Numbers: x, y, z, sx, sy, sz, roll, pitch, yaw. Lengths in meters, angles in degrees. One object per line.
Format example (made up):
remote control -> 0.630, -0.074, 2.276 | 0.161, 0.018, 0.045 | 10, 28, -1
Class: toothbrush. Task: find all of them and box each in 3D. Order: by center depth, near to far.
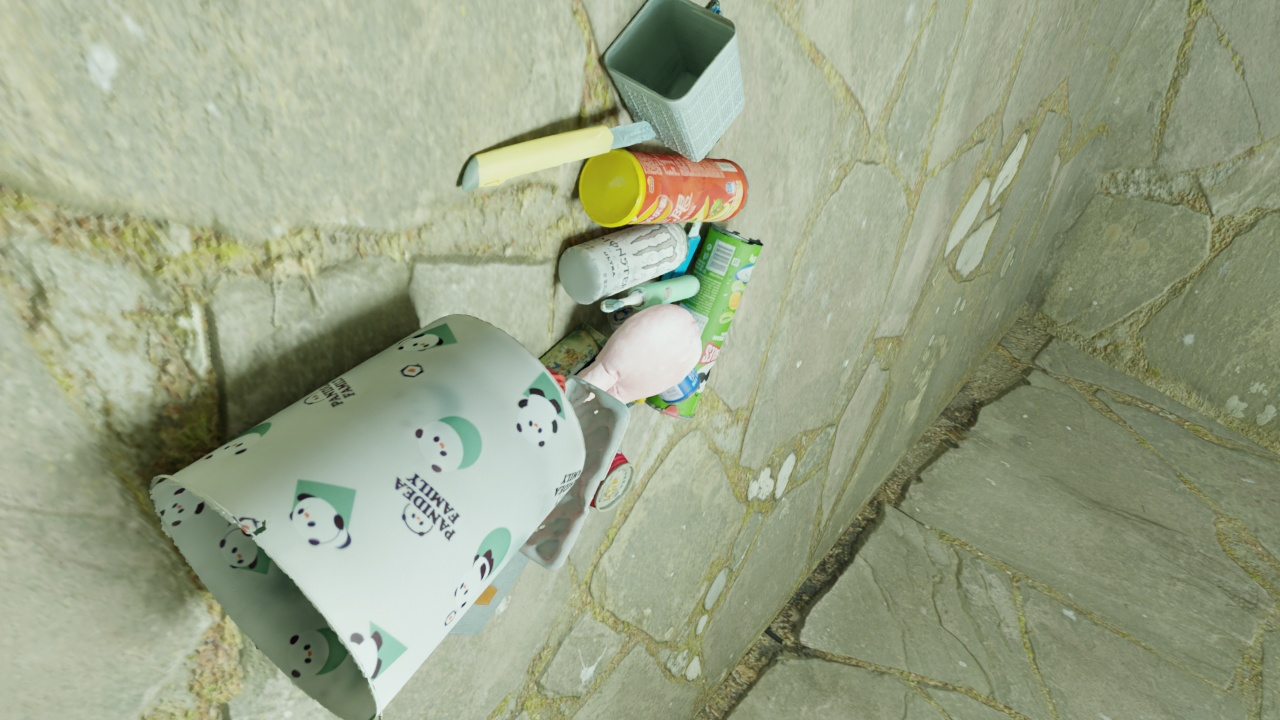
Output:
toothbrush -> 0.012, -0.070, 0.978 | 0.224, 0.027, 0.026 | -21, 106, -63

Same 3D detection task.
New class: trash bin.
trash bin -> -0.190, 0.104, 0.708 | 0.251, 0.230, 0.230 | -43, 152, -37

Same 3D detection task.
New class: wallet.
wallet -> -0.189, 0.276, 1.113 | 0.129, 0.037, 0.106 | -55, 155, -1

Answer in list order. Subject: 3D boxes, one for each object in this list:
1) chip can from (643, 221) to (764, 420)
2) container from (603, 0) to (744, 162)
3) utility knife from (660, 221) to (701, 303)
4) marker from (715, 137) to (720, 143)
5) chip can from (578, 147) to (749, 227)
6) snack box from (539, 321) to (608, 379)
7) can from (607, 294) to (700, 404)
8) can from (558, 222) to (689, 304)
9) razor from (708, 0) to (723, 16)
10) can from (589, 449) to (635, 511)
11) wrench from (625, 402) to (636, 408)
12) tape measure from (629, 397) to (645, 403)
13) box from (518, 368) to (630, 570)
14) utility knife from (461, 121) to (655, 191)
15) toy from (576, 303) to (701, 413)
chip can -> 0.075, -0.046, 1.120 | 0.072, 0.072, 0.236 | -4, 119, -59
container -> 0.037, -0.248, 0.822 | 0.090, 0.090, 0.111 | -52, 157, -6
utility knife -> 0.050, -0.124, 1.070 | 0.034, 0.018, 0.235 | -5, 126, -60
marker -> 0.055, -0.241, 0.944 | 0.018, 0.015, 0.123 | -58, 157, 15
chip can -> 0.030, -0.172, 0.918 | 0.216, 0.073, 0.073 | -16, 134, -55
snack box -> -0.099, 0.076, 1.018 | 0.182, 0.046, 0.178 | -42, 150, -24
can -> 0.016, -0.013, 1.043 | 0.053, 0.053, 0.134 | -47, 125, -17
can -> -0.015, -0.104, 0.935 | 0.146, 0.058, 0.058 | -27, 142, -45
razor -> 0.081, -0.293, 0.920 | 0.042, 0.022, 0.143 | -49, 154, -9
can -> -0.059, 0.109, 0.964 | 0.066, 0.094, 0.067 | -39, 149, -30
wrench -> 0.056, -0.045, 1.179 | 0.273, 0.016, 0.056 | -52, 155, -7
tape measure -> -0.013, 0.024, 1.093 | 0.029, 0.057, 0.059 | 99, 10, -46
box -> -0.101, 0.113, 0.896 | 0.110, 0.100, 0.202 | -6, 126, -56
utility knife -> -0.063, -0.178, 0.778 | 0.201, 0.021, 0.031 | -19, 127, -29
toy -> -0.006, 0.006, 0.971 | 0.159, 0.054, 0.121 | -36, 141, -2
